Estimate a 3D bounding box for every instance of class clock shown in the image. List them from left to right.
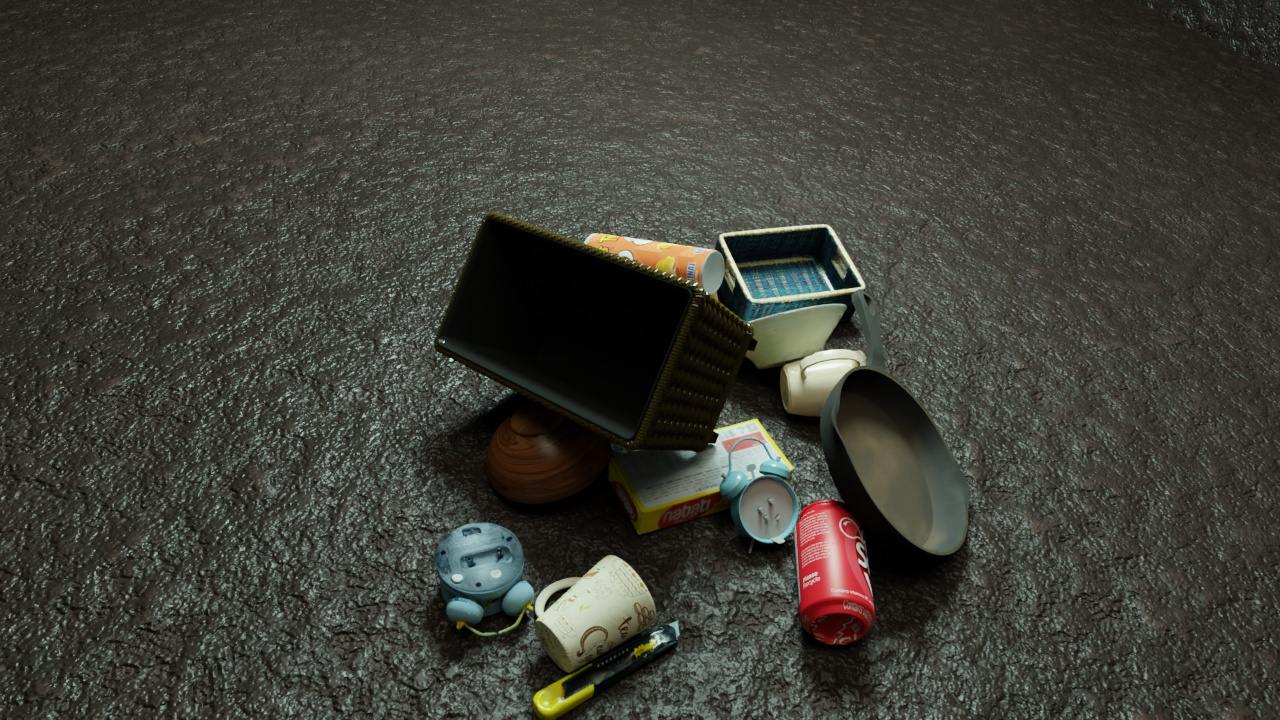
[{"bbox_3d":[-0.159,0.224,0.929,0.088,0.052,0.124,-10,44,-21],"label":"clock"},{"bbox_3d":[0.132,0.146,1.022,0.087,0.042,0.123,-14,87,-22],"label":"clock"}]

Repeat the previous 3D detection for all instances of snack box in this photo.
[{"bbox_3d":[0.070,0.133,1.073,0.200,0.042,0.092,-13,44,-22],"label":"snack box"}]

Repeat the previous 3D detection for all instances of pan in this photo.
[{"bbox_3d":[0.280,0.064,1.074,0.248,0.043,0.355,25,46,-33],"label":"pan"}]

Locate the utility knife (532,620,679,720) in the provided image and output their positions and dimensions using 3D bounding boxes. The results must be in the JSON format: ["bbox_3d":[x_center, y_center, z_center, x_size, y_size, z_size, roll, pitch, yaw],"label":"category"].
[{"bbox_3d":[-0.027,0.296,0.887,0.170,0.020,0.029,-21,49,-30],"label":"utility knife"}]

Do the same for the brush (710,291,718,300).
[{"bbox_3d":[0.074,-0.067,1.305,0.039,0.049,0.116,5,35,35],"label":"brush"}]

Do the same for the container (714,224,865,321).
[{"bbox_3d":[0.214,-0.121,1.353,0.187,0.071,0.145,-7,52,-16],"label":"container"}]

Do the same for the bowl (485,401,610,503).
[{"bbox_3d":[-0.112,0.088,1.051,0.147,0.069,0.147,-8,35,6],"label":"bowl"}]

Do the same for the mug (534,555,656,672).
[{"bbox_3d":[-0.060,0.246,0.909,0.097,0.081,0.122,-30,29,-30],"label":"mug"}]

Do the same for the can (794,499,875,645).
[{"bbox_3d":[0.201,0.220,0.961,0.074,0.075,0.142,7,40,0],"label":"can"}]

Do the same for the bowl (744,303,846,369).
[{"bbox_3d":[0.194,-0.026,1.229,0.176,0.177,0.057,-10,84,-19],"label":"bowl"}]

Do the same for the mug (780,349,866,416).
[{"bbox_3d":[0.236,0.024,1.171,0.104,0.112,0.085,-6,56,-1],"label":"mug"}]

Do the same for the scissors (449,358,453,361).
[{"bbox_3d":[-0.243,-0.038,1.259,0.086,0.016,0.134,18,46,8],"label":"scissors"}]

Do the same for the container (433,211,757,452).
[{"bbox_3d":[-0.039,-0.024,1.064,0.321,0.176,0.204,24,2,35],"label":"container"}]

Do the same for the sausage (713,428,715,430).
[{"bbox_3d":[0.064,0.048,1.174,0.040,0.040,0.155,-1,41,-9],"label":"sausage"}]

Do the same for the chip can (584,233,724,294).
[{"bbox_3d":[0.015,-0.142,1.329,0.211,0.062,0.062,13,38,33],"label":"chip can"}]
